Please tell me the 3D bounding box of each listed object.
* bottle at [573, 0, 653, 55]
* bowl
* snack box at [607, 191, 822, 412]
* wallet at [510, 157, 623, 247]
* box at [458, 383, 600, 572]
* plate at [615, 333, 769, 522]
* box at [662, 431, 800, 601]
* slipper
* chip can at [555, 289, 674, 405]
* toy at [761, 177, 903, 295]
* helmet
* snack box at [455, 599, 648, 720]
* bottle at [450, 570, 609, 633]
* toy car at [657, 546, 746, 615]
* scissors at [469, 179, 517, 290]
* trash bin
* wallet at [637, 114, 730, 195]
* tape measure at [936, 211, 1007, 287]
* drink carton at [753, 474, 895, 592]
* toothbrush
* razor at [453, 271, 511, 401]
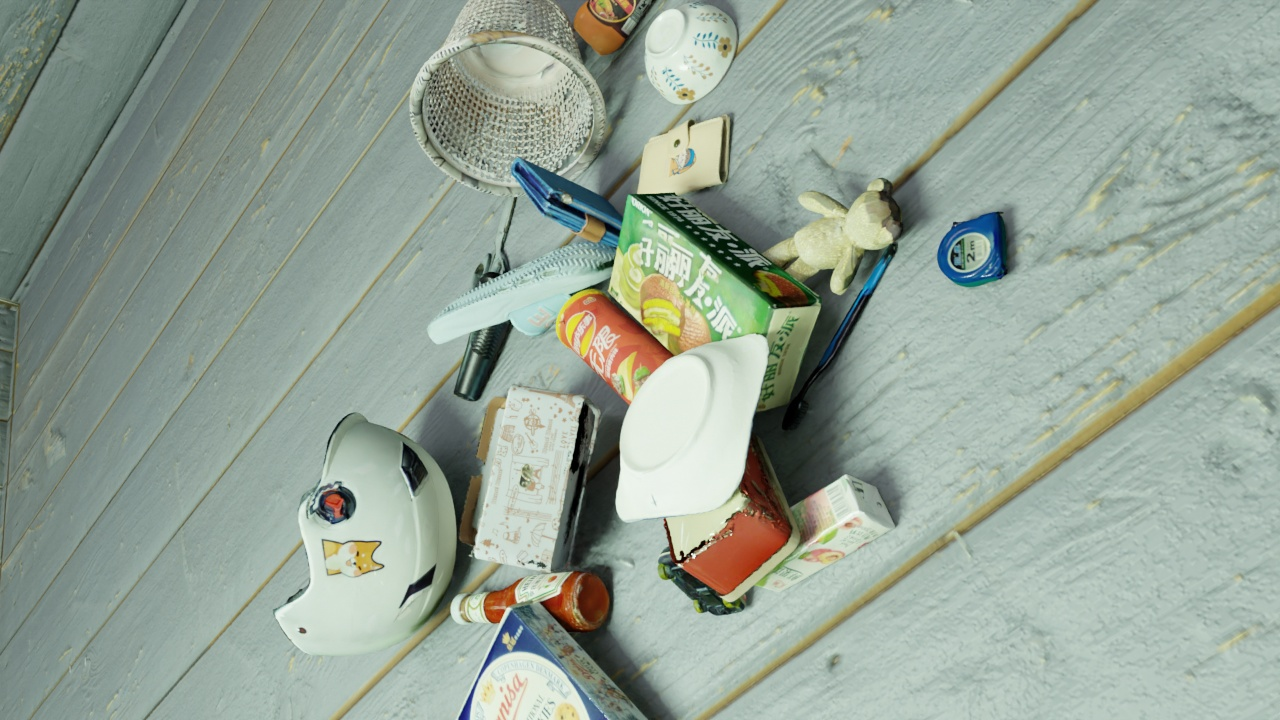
[{"bbox_3d":[-0.013,-0.443,1.115,0.150,0.066,0.066,-43,50,14],"label":"bottle"},{"bbox_3d":[0.045,-0.350,1.021,0.114,0.062,0.113,-16,66,39],"label":"bowl"},{"bbox_3d":[0.061,-0.062,0.872,0.240,0.063,0.115,46,133,43],"label":"snack box"},{"bbox_3d":[-0.072,-0.171,1.015,0.040,0.133,0.106,-55,45,18],"label":"wallet"},{"bbox_3d":[-0.121,0.125,0.984,0.274,0.126,0.178,164,119,-70],"label":"box"},{"bbox_3d":[0.031,0.051,0.767,0.165,0.034,0.163,-19,48,49],"label":"plate"},{"bbox_3d":[0.062,0.107,0.772,0.091,0.079,0.168,-45,23,15],"label":"box"},{"bbox_3d":[-0.131,-0.064,1.047,0.246,0.074,0.103,-20,19,18],"label":"slipper"},{"bbox_3d":[-0.006,0.005,0.931,0.216,0.073,0.073,43,105,43],"label":"chip can"},{"bbox_3d":[0.165,-0.099,0.820,0.158,0.066,0.105,-30,57,41],"label":"toy"},{"bbox_3d":[-0.289,0.208,1.051,0.157,0.230,0.273,12,79,2],"label":"helmet"},{"bbox_3d":[-0.090,0.354,0.861,0.182,0.045,0.178,37,112,33],"label":"snack box"},{"bbox_3d":[-0.123,0.255,0.958,0.207,0.059,0.059,-15,65,39],"label":"bottle"},{"bbox_3d":[0.053,0.188,0.797,0.042,0.090,0.035,-25,31,38],"label":"toy car"},{"bbox_3d":[-0.191,-0.162,1.210,0.136,0.014,0.174,-35,54,29],"label":"scissors"},{"bbox_3d":[-0.157,-0.347,1.124,0.228,0.227,0.191,-33,42,31],"label":"trash bin"},{"bbox_3d":[0.046,-0.221,1.000,0.115,0.024,0.087,-8,69,43],"label":"wallet"},{"bbox_3d":[0.268,-0.086,0.738,0.055,0.025,0.058,-14,62,42],"label":"tape measure"},{"bbox_3d":[0.140,0.143,0.755,0.123,0.053,0.045,-38,48,28],"label":"drink carton"},{"bbox_3d":[0.176,-0.019,0.811,0.189,0.016,0.014,-60,36,5],"label":"toothbrush"},{"bbox_3d":[-0.193,-0.027,1.142,0.067,0.062,0.167,-133,62,-74],"label":"razor"}]
